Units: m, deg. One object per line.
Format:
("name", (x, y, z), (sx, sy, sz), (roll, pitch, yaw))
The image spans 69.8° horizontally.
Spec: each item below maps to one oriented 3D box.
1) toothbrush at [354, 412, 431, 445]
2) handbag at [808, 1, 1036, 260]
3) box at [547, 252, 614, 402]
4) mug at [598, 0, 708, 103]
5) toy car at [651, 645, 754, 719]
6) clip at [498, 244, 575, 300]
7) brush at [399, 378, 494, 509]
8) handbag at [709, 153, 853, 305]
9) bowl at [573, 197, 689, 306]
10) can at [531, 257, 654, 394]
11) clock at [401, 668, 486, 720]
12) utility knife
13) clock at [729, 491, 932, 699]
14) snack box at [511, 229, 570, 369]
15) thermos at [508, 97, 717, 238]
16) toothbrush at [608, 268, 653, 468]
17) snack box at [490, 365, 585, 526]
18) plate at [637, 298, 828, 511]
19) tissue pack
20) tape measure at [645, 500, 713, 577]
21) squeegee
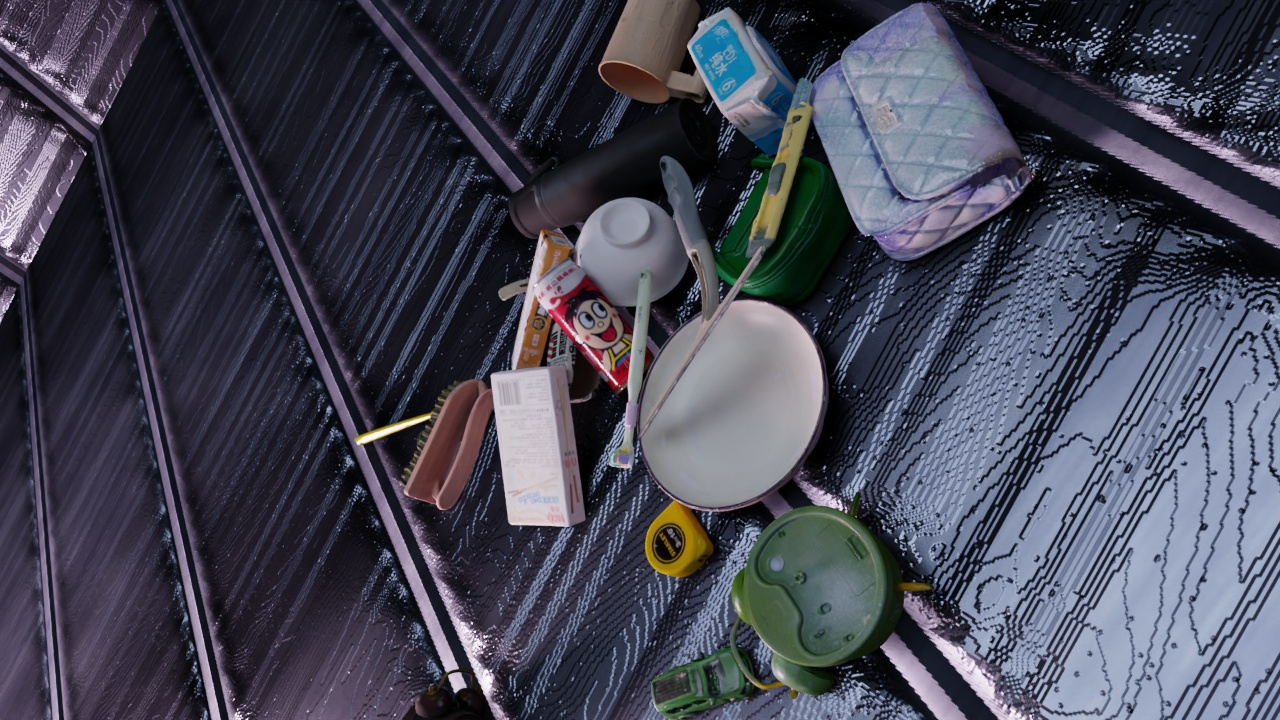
("toothbrush", (-0.283, 0.080, 1.115), (0.191, 0.015, 0.016), (-18, 68, 34))
("handbag", (0.223, -0.189, 0.762), (0.134, 0.075, 0.193), (-31, 56, 26))
("box", (-0.075, -0.039, 0.949), (0.075, 0.077, 0.163), (-12, 66, 46))
("mug", (0.029, -0.341, 0.993), (0.125, 0.084, 0.103), (18, 83, 18))
("toy car", (0.050, 0.264, 0.749), (0.091, 0.036, 0.043), (-29, 54, 23))
("clip", (-0.103, -0.087, 1.019), (0.097, 0.060, 0.034), (-40, 52, 6))
("brush", (-0.204, 0.089, 1.014), (0.073, 0.063, 0.145), (19, 83, 47))
("handbag", (0.118, -0.121, 0.826), (0.120, 0.068, 0.131), (31, 93, 44))
("bowl", (-0.013, -0.119, 0.902), (0.118, 0.065, 0.118), (-2, 67, 6))
("can", (-0.045, -0.034, 0.890), (0.053, 0.053, 0.133), (-40, 89, 20))
("clock", (-0.188, 0.356, 0.877), (0.055, 0.082, 0.121), (2, 75, 36))
("utility knife", (0.125, -0.169, 0.794), (0.031, 0.019, 0.177), (4, 66, 43))
("clock", (0.130, 0.184, 0.699), (0.161, 0.056, 0.116), (-46, 49, 16))
("snack box", (-0.107, -0.056, 0.964), (0.075, 0.026, 0.154), (-117, 40, -69))
("thermos", (-0.038, -0.211, 0.991), (0.243, 0.068, 0.090), (-17, 67, 34))
("toothbrush", (-0.005, 0.005, 0.852), (0.029, 0.020, 0.189), (-2, 75, 39))
("snack box", (-0.103, 0.086, 0.915), (0.085, 0.026, 0.157), (-5, 93, 38))
("plate", (0.083, 0.041, 0.808), (0.193, 0.039, 0.192), (-17, 62, 34))
("tissue pack", (0.107, -0.267, 0.881), (0.063, 0.090, 0.140), (-37, 52, 23))
("tape measure", (0.034, 0.161, 0.807), (0.057, 0.029, 0.060), (-47, 49, 14))
("squeegee", (0.047, -0.095, 0.816), (0.247, 0.039, 0.246), (121, 151, -46))
